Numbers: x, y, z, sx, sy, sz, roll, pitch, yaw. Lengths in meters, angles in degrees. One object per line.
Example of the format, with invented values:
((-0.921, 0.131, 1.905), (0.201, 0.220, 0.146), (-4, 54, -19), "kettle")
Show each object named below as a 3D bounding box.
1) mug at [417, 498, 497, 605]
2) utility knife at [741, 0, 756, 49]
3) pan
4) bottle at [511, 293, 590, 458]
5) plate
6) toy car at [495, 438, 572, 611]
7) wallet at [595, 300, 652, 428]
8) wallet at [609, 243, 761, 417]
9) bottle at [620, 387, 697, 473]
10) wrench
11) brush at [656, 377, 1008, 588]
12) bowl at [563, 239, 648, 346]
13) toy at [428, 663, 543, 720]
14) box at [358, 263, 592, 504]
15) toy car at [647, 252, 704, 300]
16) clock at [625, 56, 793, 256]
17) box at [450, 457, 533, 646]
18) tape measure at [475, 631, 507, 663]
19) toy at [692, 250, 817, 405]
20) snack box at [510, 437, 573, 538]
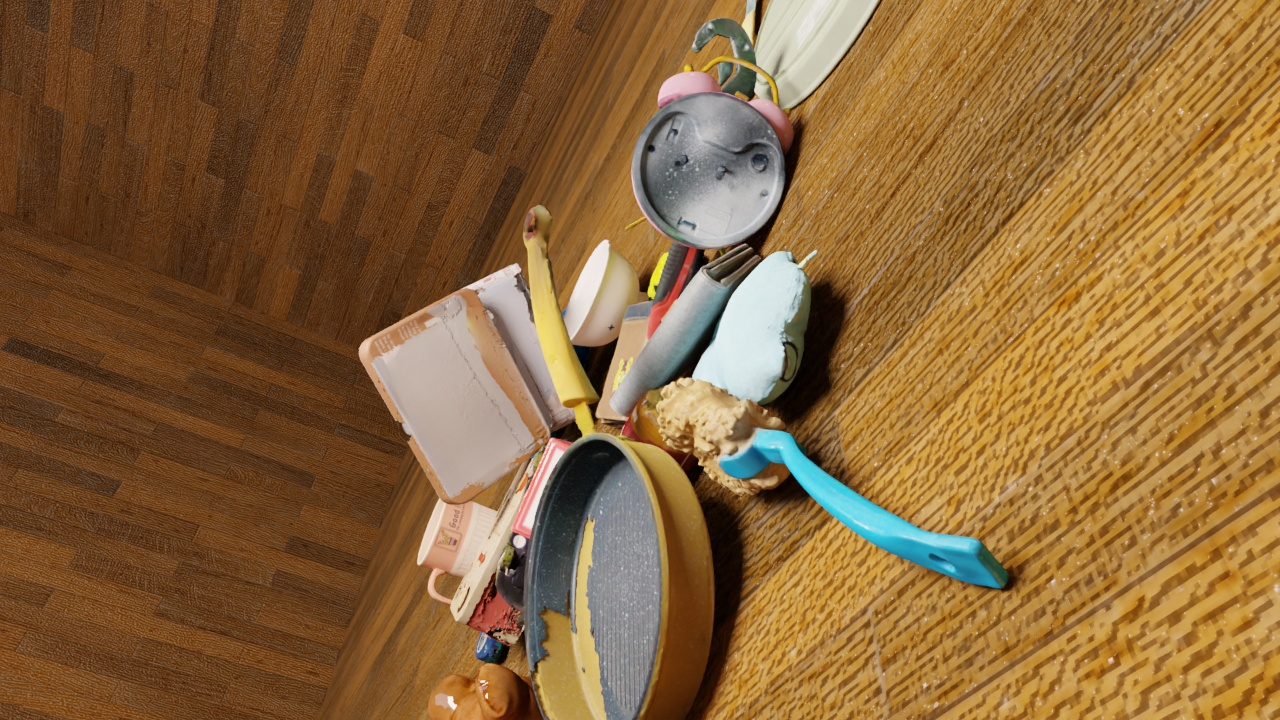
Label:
((-0.189, 0.218, 1.024), (0.082, 0.106, 0.114), (-38, 33, 61), "mug")
((0.109, -0.328, 0.942), (0.031, 0.021, 0.204), (-46, 33, 47), "utility knife")
((-0.038, 0.068, 0.594), (0.198, 0.078, 0.356), (-30, 57, 56), "pan")
((-0.102, 0.012, 1.097), (0.218, 0.065, 0.065), (-68, 15, -2), "bottle")
((0.155, -0.318, 0.761), (0.231, 0.027, 0.229), (-59, 17, 31), "plate")
((-0.083, 0.149, 0.832), (0.042, 0.070, 0.158), (150, 141, -74), "toy car")
((-0.005, 0.005, 0.847), (0.090, 0.033, 0.115), (170, 118, -71), "wallet")
((0.033, -0.026, 0.683), (0.130, 0.037, 0.106), (-56, -9, 30), "wallet")
((-0.011, 0.101, 0.680), (0.175, 0.057, 0.057), (-59, 18, 28), "bottle")
((0.049, -0.142, 0.767), (0.016, 0.056, 0.274), (-102, 22, -76), "wrench")
((0.076, 0.056, 0.442), (0.046, 0.083, 0.255), (-47, 22, -8), "brush")
((-0.031, -0.058, 0.955), (0.119, 0.064, 0.118), (-57, 19, 31), "bowl")
((-0.114, 0.316, 0.633), (0.140, 0.130, 0.199), (-38, 42, 51), "toy")
((-0.146, 0.009, 0.932), (0.134, 0.179, 0.269), (-22, 11, 25), "box")
((0.028, -0.079, 0.849), (0.105, 0.032, 0.048), (-175, 107, -76), "toy car")
((0.057, -0.161, 0.716), (0.060, 0.117, 0.158), (-152, 83, -86), "clock")
((-0.111, 0.186, 0.893), (0.168, 0.076, 0.091), (-64, 14, -11), "box")
((-0.151, 0.287, 0.954), (0.055, 0.025, 0.058), (-52, 18, 50), "tape measure")
((0.070, -0.010, 0.580), (0.161, 0.050, 0.157), (-88, 15, -61), "toy")
((-0.055, 0.106, 0.742), (0.075, 0.025, 0.153), (-66, -15, -4), "snack box")
